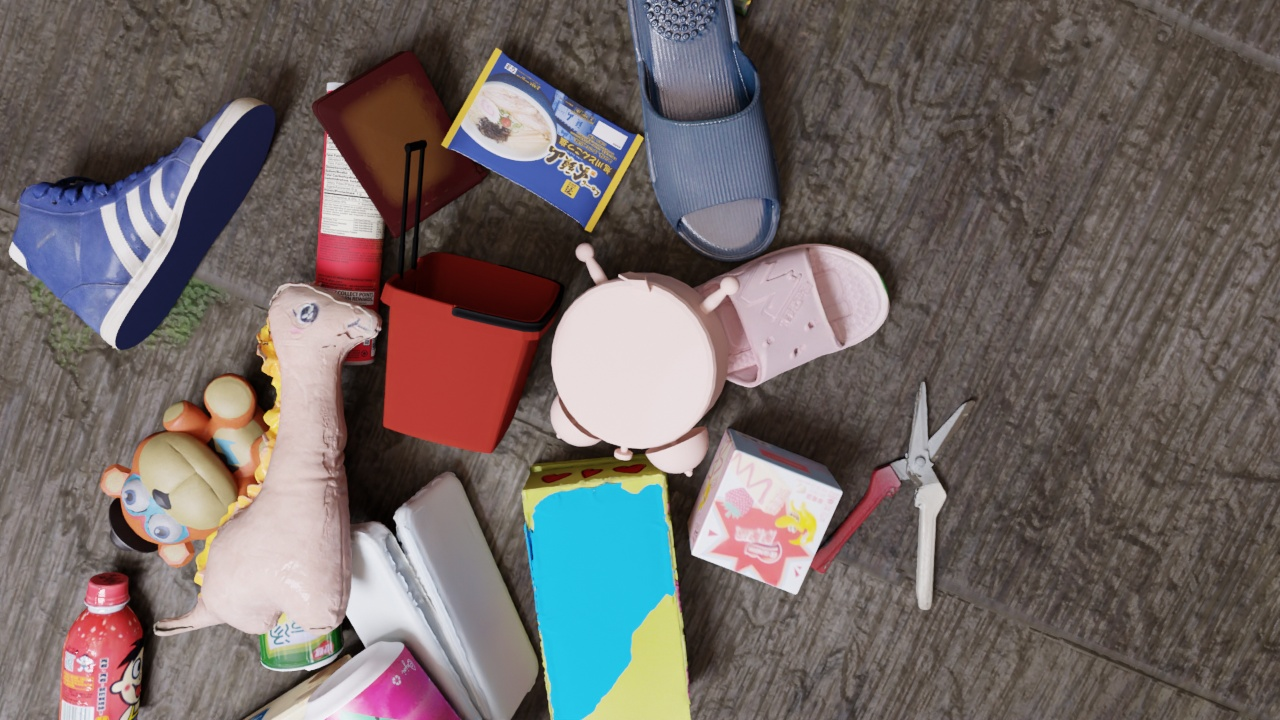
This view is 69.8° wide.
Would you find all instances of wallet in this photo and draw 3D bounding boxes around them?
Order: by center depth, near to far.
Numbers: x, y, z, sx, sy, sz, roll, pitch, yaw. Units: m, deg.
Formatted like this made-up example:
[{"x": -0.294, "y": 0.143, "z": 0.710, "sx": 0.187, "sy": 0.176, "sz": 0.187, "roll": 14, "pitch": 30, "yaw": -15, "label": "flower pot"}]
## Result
[{"x": -0.182, "y": -0.167, "z": 0.705, "sx": 0.091, "sy": 0.018, "sz": 0.116, "roll": -39, "pitch": 122, "yaw": -19, "label": "wallet"}]

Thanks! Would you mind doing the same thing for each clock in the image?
[{"x": -0.004, "y": 0.004, "z": 0.699, "sx": 0.131, "sy": 0.086, "sz": 0.161, "roll": 15, "pitch": 113, "yaw": 15, "label": "clock"}]

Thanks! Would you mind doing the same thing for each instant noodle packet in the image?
[{"x": -0.076, "y": -0.173, "z": 0.726, "sx": 0.134, "sy": 0.026, "sz": 0.087, "roll": 29, "pitch": 89, "yaw": -10, "label": "instant noodle packet"}]

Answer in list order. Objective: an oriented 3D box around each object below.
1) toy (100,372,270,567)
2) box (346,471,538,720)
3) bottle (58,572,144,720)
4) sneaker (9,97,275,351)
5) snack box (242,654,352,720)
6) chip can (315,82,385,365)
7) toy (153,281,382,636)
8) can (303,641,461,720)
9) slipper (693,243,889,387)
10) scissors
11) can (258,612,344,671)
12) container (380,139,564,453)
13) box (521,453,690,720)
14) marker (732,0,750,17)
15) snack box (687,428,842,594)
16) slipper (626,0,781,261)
[{"x": -0.358, "y": 0.094, "z": 0.748, "sx": 0.176, "sy": 0.096, "sz": 0.112, "roll": -39, "pitch": 96, "yaw": 17, "label": "toy"}, {"x": -0.180, "y": 0.213, "z": 0.758, "sx": 0.106, "sy": 0.129, "sz": 0.211, "roll": -16, "pitch": 100, "yaw": 25, "label": "box"}, {"x": -0.458, "y": 0.250, "z": 0.783, "sx": 0.062, "sy": 0.062, "sz": 0.137, "roll": 10, "pitch": 99, "yaw": -1, "label": "bottle"}, {"x": -0.394, "y": -0.135, "z": 0.713, "sx": 0.118, "sy": 0.091, "sz": 0.233, "roll": 36, "pitch": 106, "yaw": -2, "label": "sneaker"}, {"x": -0.279, "y": 0.362, "z": 0.779, "sx": 0.208, "sy": 0.055, "sz": 0.153, "roll": -34, "pitch": 97, "yaw": 20, "label": "snack box"}, {"x": -0.229, "y": -0.106, "z": 0.730, "sx": 0.052, "sy": 0.051, "sz": 0.215, "roll": 7, "pitch": 99, "yaw": -1, "label": "chip can"}, {"x": -0.280, "y": 0.074, "z": 0.688, "sx": 0.196, "sy": 0.065, "sz": 0.264, "roll": -8, "pitch": 83, "yaw": 8, "label": "toy"}, {"x": -0.173, "y": 0.300, "z": 0.692, "sx": 0.088, "sy": 0.088, "sz": 0.166, "roll": -35, "pitch": 94, "yaw": 5, "label": "can"}, {"x": 0.082, "y": -0.028, "z": 0.735, "sx": 0.239, "sy": 0.064, "sz": 0.094, "roll": -18, "pitch": 98, "yaw": 5, "label": "slipper"}, {"x": 0.224, "y": 0.126, "z": 0.782, "sx": 0.196, "sy": 0.015, "sz": 0.179, "roll": -30, "pitch": 96, "yaw": 4, "label": "scissors"}, {"x": -0.288, "y": 0.192, "z": 0.769, "sx": 0.067, "sy": 0.067, "sz": 0.121, "roll": -3, "pitch": 99, "yaw": 1, "label": "can"}, {"x": -0.125, "y": -0.050, "z": 0.691, "sx": 0.127, "sy": 0.148, "sz": 0.201, "roll": 14, "pitch": 108, "yaw": -1, "label": "container"}, {"x": -0.026, "y": 0.193, "z": 0.764, "sx": 0.124, "sy": 0.083, "sz": 0.221, "roll": -8, "pitch": 96, "yaw": 1, "label": "box"}, {"x": 0.017, "y": -0.301, "z": 0.715, "sx": 0.146, "sy": 0.017, "sz": 0.017, "roll": 20, "pitch": 98, "yaw": -2, "label": "marker"}, {"x": 0.098, "y": 0.121, "z": 0.749, "sx": 0.093, "sy": 0.079, "sz": 0.095, "roll": 22, "pitch": 99, "yaw": -3, "label": "snack box"}, {"x": 0.044, "y": -0.198, "z": 0.693, "sx": 0.101, "sy": 0.082, "sz": 0.264, "roll": -13, "pitch": 105, "yaw": 6, "label": "slipper"}]
